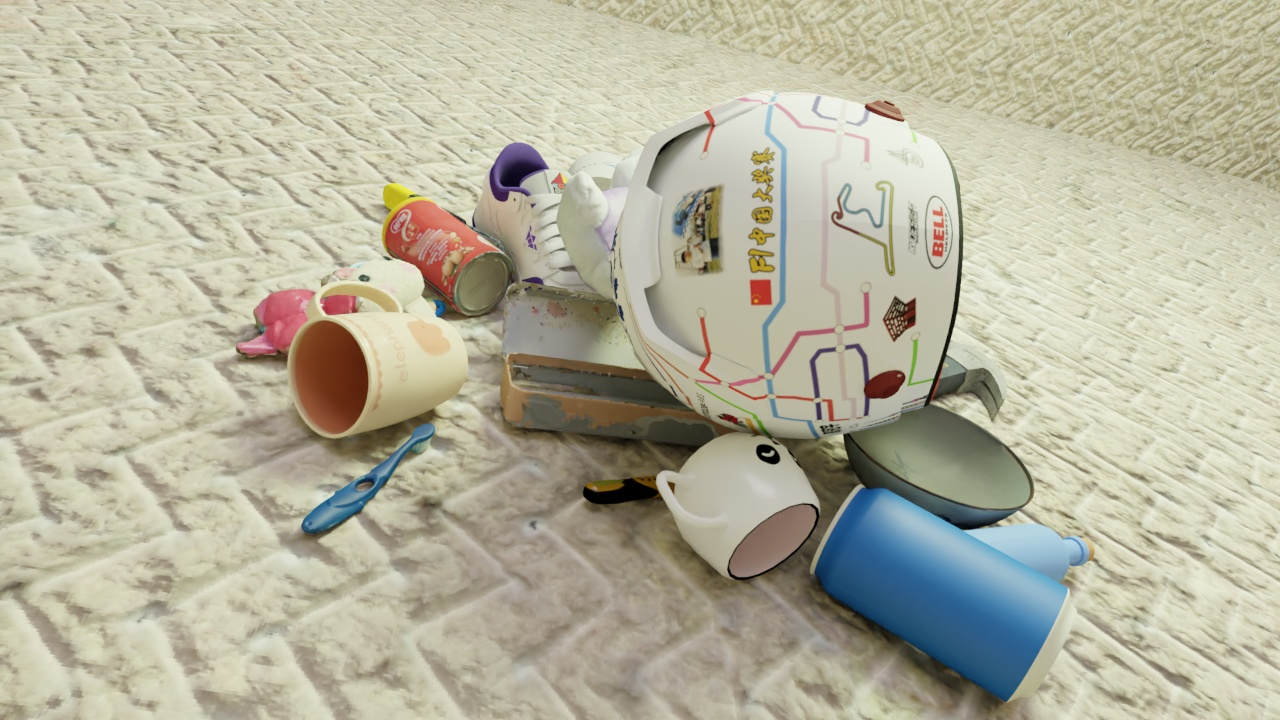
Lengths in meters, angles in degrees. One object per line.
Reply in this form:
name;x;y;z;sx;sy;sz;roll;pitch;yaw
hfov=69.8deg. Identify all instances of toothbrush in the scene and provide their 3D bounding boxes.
toothbrush;-0.172;0.076;0.591;0.021;0.016;0.132;22;31;13

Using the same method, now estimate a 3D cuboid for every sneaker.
sneaker;-0.078;-0.112;0.849;0.091;0.111;0.244;-10;48;-33

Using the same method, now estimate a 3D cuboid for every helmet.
helmet;0.100;-0.061;0.652;0.236;0.231;0.314;0;-5;17

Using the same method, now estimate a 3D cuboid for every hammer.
hammer;0.234;0.023;0.876;0.311;0.035;0.139;-10;39;-39

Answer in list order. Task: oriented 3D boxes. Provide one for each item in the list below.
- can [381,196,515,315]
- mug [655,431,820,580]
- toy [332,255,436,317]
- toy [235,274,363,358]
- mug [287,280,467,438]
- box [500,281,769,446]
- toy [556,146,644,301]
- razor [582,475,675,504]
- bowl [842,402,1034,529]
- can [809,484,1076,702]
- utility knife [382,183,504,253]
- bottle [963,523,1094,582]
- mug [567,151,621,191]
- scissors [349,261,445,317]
can;-0.179;-0.097;0.844;0.066;0.067;0.124;-14;40;-44
mug;0.054;0.089;0.590;0.123;0.090;0.076;13;30;-46
toy;-0.211;-0.053;0.755;0.112;0.050;0.087;18;33;8
toy;-0.252;-0.028;0.703;0.102;0.050;0.065;-19;43;7
mug;-0.185;-0.008;0.647;0.104;0.085;0.111;-11;66;-56
box;-0.006;0.007;0.750;0.216;0.071;0.156;7;51;-15
toy;0.004;-0.117;0.818;0.137;0.086;0.208;56;33;-4
razor;0.023;0.087;0.661;0.144;0.021;0.044;-2;15;-32
bowl;0.223;0.090;0.721;0.150;0.057;0.150;12;28;-7
can;0.189;0.144;0.580;0.146;0.079;0.078;29;31;23
utility knife;-0.197;-0.137;0.916;0.020;0.029;0.234;-13;31;-38
bottle;0.277;0.142;0.661;0.131;0.048;0.048;0;32;-27
mug;-0.066;-0.183;1.060;0.119;0.083;0.096;-13;29;5
scissors;-0.235;-0.056;0.798;0.125;0.014;0.130;0;32;-26
